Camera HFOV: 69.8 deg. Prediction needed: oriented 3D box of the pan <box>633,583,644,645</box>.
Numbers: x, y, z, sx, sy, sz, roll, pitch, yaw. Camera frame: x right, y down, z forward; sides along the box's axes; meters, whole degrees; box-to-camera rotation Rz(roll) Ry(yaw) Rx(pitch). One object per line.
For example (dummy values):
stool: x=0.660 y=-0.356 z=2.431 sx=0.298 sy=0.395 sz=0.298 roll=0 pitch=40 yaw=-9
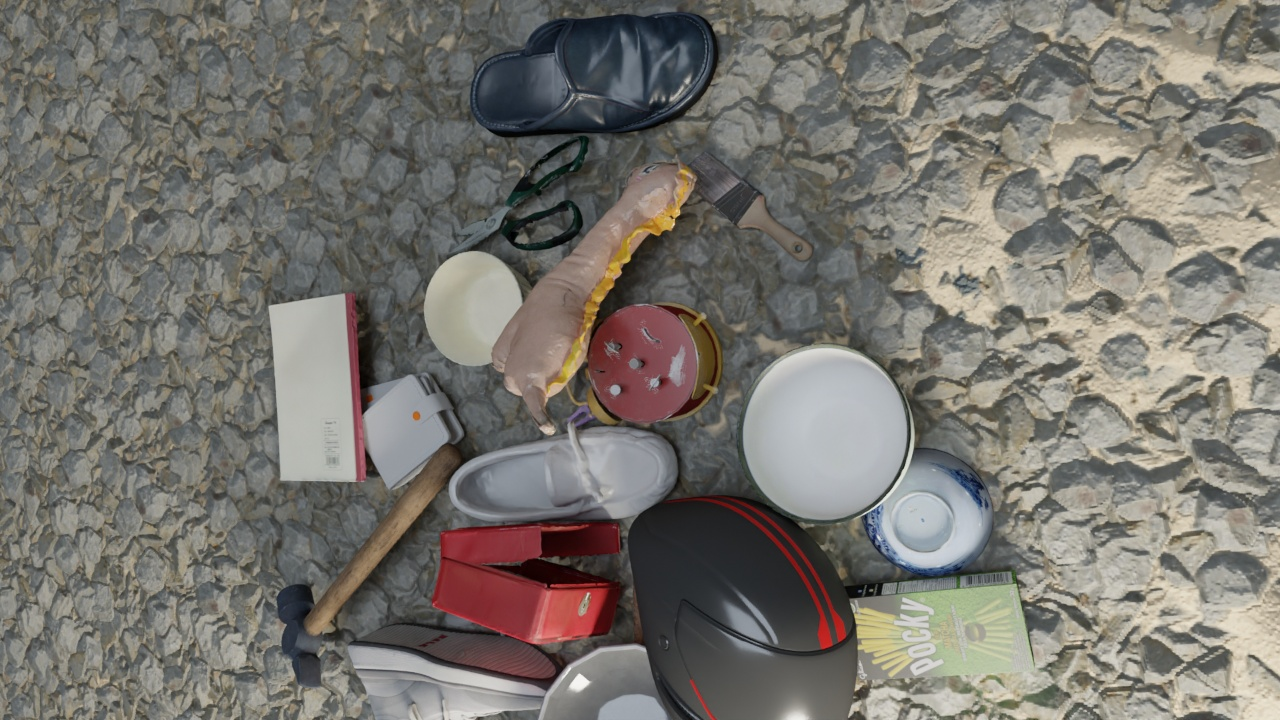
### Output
pan: x=0.009 y=0.375 z=0.906 sx=0.208 sy=0.040 sz=0.357 roll=2 pitch=92 yaw=23

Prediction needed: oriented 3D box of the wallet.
wallet: x=-0.262 y=0.063 z=1.007 sx=0.119 sy=0.037 sz=0.115 roll=-37 pitch=78 yaw=23

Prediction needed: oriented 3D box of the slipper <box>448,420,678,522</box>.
slipper: x=-0.081 y=0.115 z=0.920 sx=0.247 sy=0.074 sz=0.112 roll=-8 pitch=104 yaw=21

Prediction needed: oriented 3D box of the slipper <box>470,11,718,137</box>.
slipper: x=-0.060 y=-0.277 z=0.884 sx=0.266 sy=0.083 sz=0.109 roll=-3 pitch=89 yaw=21

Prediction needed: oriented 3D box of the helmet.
helmet: x=0.090 y=0.214 z=0.789 sx=0.264 sy=0.163 sz=0.170 roll=45 pitch=129 yaw=35

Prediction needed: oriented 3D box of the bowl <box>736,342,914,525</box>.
bowl: x=0.167 y=0.066 z=0.799 sx=0.154 sy=0.072 sz=0.153 roll=-6 pitch=78 yaw=31

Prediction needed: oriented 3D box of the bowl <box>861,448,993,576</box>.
bowl: x=0.244 y=0.135 z=0.793 sx=0.114 sy=0.045 sz=0.114 roll=1 pitch=92 yaw=22

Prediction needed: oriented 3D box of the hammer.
hammer: x=-0.292 y=0.211 z=0.993 sx=0.322 sy=0.040 sz=0.129 roll=-49 pitch=44 yaw=16

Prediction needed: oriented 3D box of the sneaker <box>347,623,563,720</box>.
sneaker: x=-0.194 y=0.356 z=0.962 sx=0.264 sy=0.096 sz=0.128 roll=-3 pitch=93 yaw=26

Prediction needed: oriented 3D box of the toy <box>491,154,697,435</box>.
toy: x=-0.033 y=-0.069 z=0.836 sx=0.264 sy=0.065 sz=0.196 roll=-45 pitch=39 yaw=5

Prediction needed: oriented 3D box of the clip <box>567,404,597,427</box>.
clip: x=-0.048 y=0.055 z=0.930 sx=0.042 sy=0.014 sz=0.052 roll=34 pitch=101 yaw=15

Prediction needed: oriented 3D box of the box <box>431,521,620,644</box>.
box: x=-0.104 y=0.209 z=0.875 sx=0.135 sy=0.157 sz=0.112 roll=-3 pitch=80 yaw=25

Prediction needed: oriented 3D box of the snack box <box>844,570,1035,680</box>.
snack box: x=0.255 y=0.231 z=0.795 sx=0.148 sy=0.025 sz=0.080 roll=-12 pitch=100 yaw=23

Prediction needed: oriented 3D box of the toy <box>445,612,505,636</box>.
toy: x=-0.157 y=0.266 z=0.973 sx=0.112 sy=0.030 sz=0.049 roll=6 pitch=94 yaw=14

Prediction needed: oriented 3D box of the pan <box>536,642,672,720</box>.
pan: x=-0.092 y=0.383 z=0.864 sx=0.357 sy=0.041 sz=0.178 roll=-19 pitch=73 yaw=8

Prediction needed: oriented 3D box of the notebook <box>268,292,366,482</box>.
notebook: x=-0.369 y=0.034 z=1.045 sx=0.153 sy=0.012 sz=0.208 roll=-4 pitch=90 yaw=34

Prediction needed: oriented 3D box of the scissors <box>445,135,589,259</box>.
scissors: x=-0.127 y=-0.132 z=0.923 sx=0.210 sy=0.015 sz=0.142 roll=-31 pitch=50 yaw=24

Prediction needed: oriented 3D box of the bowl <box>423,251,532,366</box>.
bowl: x=-0.156 y=-0.052 z=0.943 sx=0.115 sy=0.062 sz=0.115 roll=1 pitch=92 yaw=22

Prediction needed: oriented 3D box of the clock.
clock: x=-0.005 y=0.005 z=0.872 sx=0.159 sy=0.081 sz=0.117 roll=-10 pitch=88 yaw=23

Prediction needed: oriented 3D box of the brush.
brush: x=0.100 y=-0.142 z=0.860 sx=0.151 sy=0.012 sz=0.039 roll=42 pitch=106 yaw=16
